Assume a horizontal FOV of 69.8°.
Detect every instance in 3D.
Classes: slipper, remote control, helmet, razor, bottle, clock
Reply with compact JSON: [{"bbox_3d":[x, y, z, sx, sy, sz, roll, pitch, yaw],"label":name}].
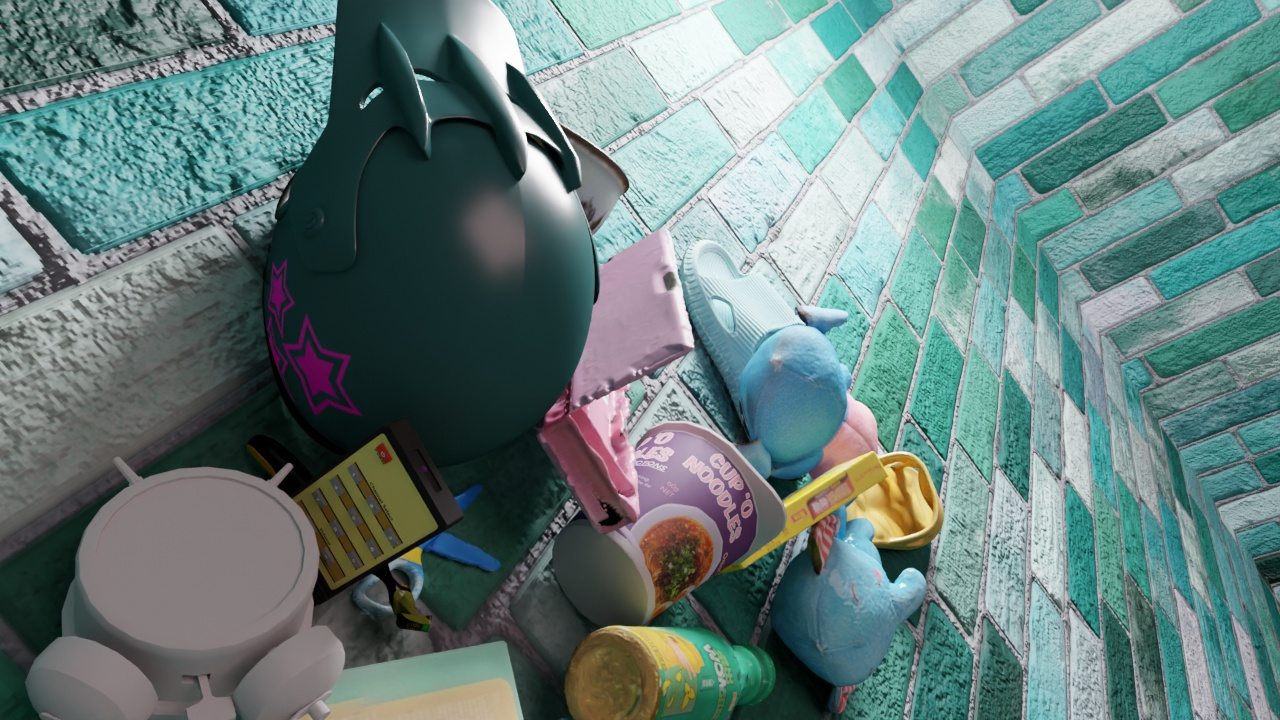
[{"bbox_3d":[0.278,0.152,0.992,0.262,0.079,0.099,8,60,-49],"label":"slipper"},{"bbox_3d":[-0.145,0.080,0.460,0.058,0.134,0.013,58,34,2],"label":"remote control"},{"bbox_3d":[0.120,-0.013,0.932,0.115,0.070,0.276,-3,67,-49],"label":"slipper"},{"bbox_3d":[-0.123,-0.079,0.537,0.176,0.201,0.274,5,58,-39],"label":"helmet"},{"bbox_3d":[-0.165,0.094,0.503,0.144,0.044,0.021,45,65,4],"label":"razor"},{"bbox_3d":[0.033,0.216,0.622,0.209,0.068,0.068,26,43,-56],"label":"bottle"},{"bbox_3d":[-0.195,0.117,0.403,0.119,0.061,0.159,6,42,-28],"label":"clock"}]

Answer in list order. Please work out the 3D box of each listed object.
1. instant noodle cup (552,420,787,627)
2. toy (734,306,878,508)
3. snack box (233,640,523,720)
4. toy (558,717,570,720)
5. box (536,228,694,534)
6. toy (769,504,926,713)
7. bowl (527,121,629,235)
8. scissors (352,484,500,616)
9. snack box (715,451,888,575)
[{"bbox_3d":[0.013,0.124,0.644,0.121,0.137,0.122,-32,121,-47],"label":"instant noodle cup"},{"bbox_3d":[0.152,0.063,0.843,0.191,0.099,0.223,48,61,-35],"label":"toy"},{"bbox_3d":[-0.111,0.244,0.438,0.141,0.044,0.193,3,60,-40],"label":"snack box"},{"bbox_3d":[-0.032,0.263,0.528,0.133,0.062,0.092,40,29,-6],"label":"toy"},{"bbox_3d":[-0.002,0.002,0.642,0.232,0.115,0.106,-95,159,-66],"label":"box"},{"bbox_3d":[0.190,0.204,0.806,0.180,0.115,0.183,-30,113,-53],"label":"toy"},{"bbox_3d":[-0.099,-0.127,0.701,0.159,0.160,0.094,28,84,-36],"label":"bowl"},{"bbox_3d":[-0.135,0.110,0.558,0.125,0.016,0.123,32,45,-32],"label":"scissors"},{"bbox_3d":[0.126,0.126,0.754,0.152,0.075,0.025,-28,82,-19],"label":"snack box"}]
